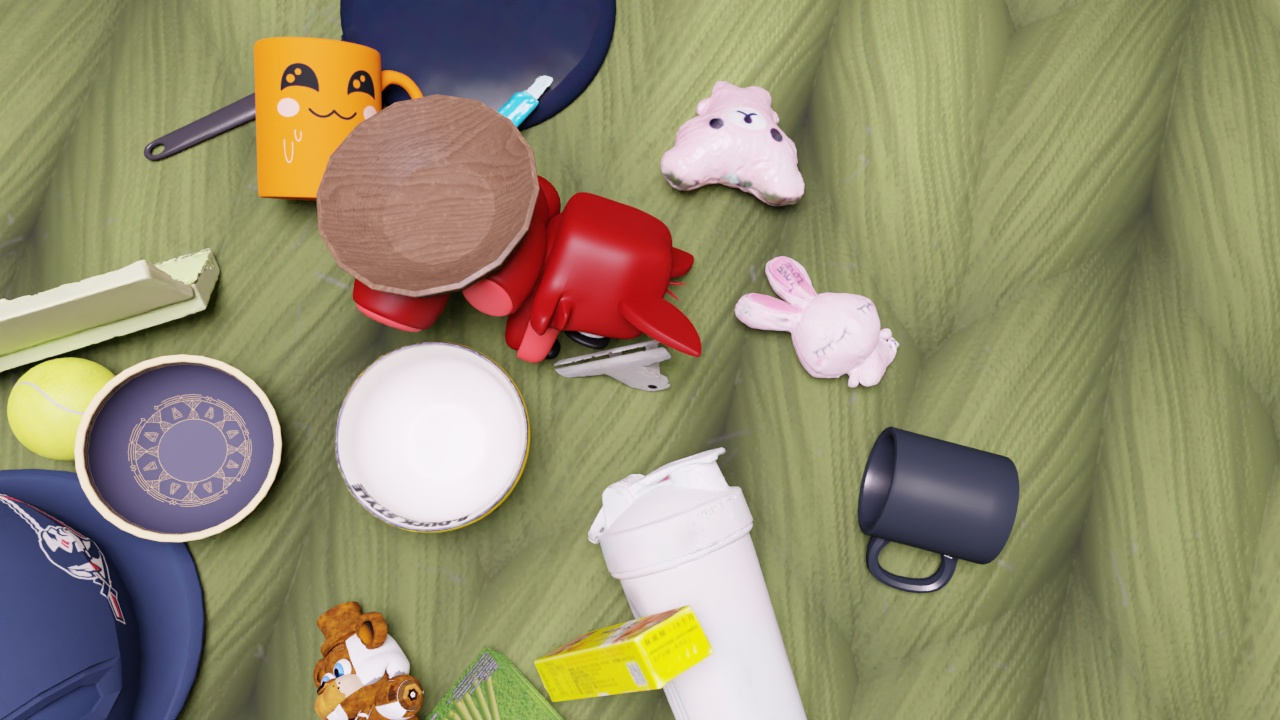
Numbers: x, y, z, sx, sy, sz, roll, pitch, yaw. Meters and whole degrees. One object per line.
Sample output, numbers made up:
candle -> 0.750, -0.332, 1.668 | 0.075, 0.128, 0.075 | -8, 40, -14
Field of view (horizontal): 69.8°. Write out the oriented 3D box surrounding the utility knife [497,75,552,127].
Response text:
utility knife -> -0.105, -0.152, 0.636 | 0.124, 0.015, 0.022 | -43, 86, 4

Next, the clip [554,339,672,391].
clip -> -0.004, 0.004, 0.607 | 0.054, 0.102, 0.040 | 4, 80, -46

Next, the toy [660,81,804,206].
toy -> 0.066, -0.154, 0.636 | 0.099, 0.053, 0.095 | 10, 68, -3

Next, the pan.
pan -> -0.187, -0.223, 0.654 | 0.356, 0.021, 0.198 | -27, 82, -5

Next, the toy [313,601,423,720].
toy -> -0.169, 0.203, 0.556 | 0.087, 0.067, 0.112 | -46, 62, 26

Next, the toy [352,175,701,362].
toy -> -0.061, -0.060, 0.570 | 0.197, 0.158, 0.121 | 17, 114, -7

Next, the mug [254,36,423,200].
mug -> -0.194, -0.155, 0.608 | 0.112, 0.078, 0.096 | -4, 100, -33

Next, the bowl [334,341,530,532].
bowl -> -0.127, 0.050, 0.585 | 0.117, 0.068, 0.117 | 0, 80, -2

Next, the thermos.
thermos -> 0.042, 0.171, 0.560 | 0.099, 0.099, 0.220 | -18, 85, -5

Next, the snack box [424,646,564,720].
snack box -> -0.069, 0.248, 0.537 | 0.147, 0.025, 0.080 | 33, 79, 37

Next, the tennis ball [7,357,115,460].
tennis ball -> -0.362, 0.031, 0.582 | 0.065, 0.065, 0.065 | 0, 80, -2

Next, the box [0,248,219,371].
box -> -0.366, -0.023, 0.562 | 0.187, 0.141, 0.047 | -18, 99, -7

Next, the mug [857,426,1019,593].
mug -> 0.184, 0.102, 0.592 | 0.077, 0.071, 0.105 | 15, 107, 0

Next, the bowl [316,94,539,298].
bowl -> -0.109, -0.083, 0.487 | 0.118, 0.030, 0.117 | -2, 71, 4

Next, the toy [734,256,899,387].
toy -> 0.121, -0.025, 0.618 | 0.110, 0.047, 0.063 | 31, 72, 7

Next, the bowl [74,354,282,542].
bowl -> -0.285, 0.056, 0.578 | 0.112, 0.061, 0.112 | 3, 82, -19

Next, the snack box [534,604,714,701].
snack box -> -0.014, 0.171, 0.529 | 0.040, 0.148, 0.029 | -21, 80, -33

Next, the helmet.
helmet -> -0.384, 0.167, 0.505 | 0.232, 0.224, 0.271 | 44, 45, 5
